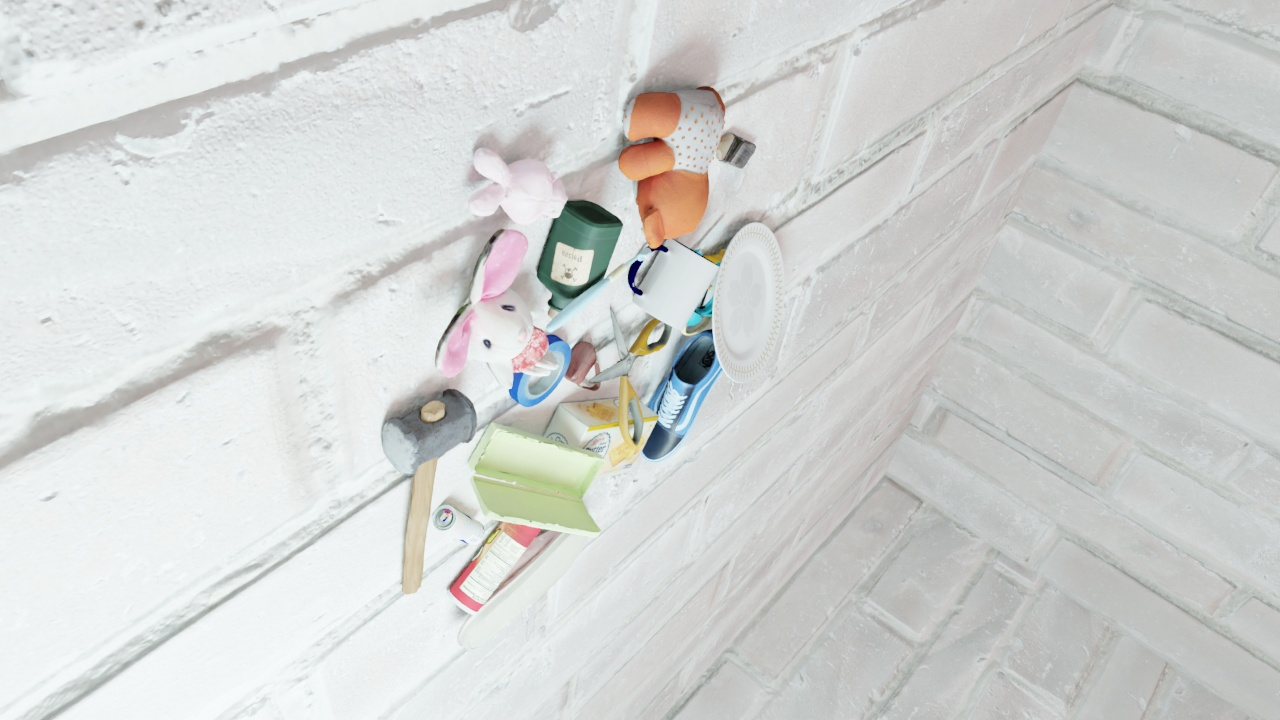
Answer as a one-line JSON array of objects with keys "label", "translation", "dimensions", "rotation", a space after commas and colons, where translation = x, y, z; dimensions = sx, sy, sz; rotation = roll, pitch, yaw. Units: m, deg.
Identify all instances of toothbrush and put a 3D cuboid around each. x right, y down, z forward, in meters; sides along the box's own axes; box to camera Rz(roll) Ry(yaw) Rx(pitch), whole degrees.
[{"label": "toothbrush", "translation": [-0.044, -0.077, 0.995], "dimensions": [0.154, 0.016, 0.022], "rotation": [-40, -172, -25]}]

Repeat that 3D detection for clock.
[{"label": "clock", "translation": [0.092, -0.097, 1.344], "dimensions": [0.098, 0.044, 0.130], "rotation": [-24, 134, -49]}]

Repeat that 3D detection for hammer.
[{"label": "hammer", "translation": [-0.253, 0.168, 1.053], "dimensions": [0.097, 0.052, 0.329], "rotation": [-31, 149, -43]}]

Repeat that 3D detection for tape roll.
[{"label": "tape roll", "translation": [-0.122, 0.013, 1.120], "dimensions": [0.091, 0.016, 0.093], "rotation": [-38, 151, -33]}]

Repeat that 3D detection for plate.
[{"label": "plate", "translation": [0.161, -0.087, 1.388], "dimensions": [0.241, 0.016, 0.243], "rotation": [-19, 113, -55]}]

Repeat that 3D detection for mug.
[{"label": "mug", "translation": [0.034, -0.107, 1.197], "dimensions": [0.111, 0.078, 0.097], "rotation": [24, 101, -37]}]

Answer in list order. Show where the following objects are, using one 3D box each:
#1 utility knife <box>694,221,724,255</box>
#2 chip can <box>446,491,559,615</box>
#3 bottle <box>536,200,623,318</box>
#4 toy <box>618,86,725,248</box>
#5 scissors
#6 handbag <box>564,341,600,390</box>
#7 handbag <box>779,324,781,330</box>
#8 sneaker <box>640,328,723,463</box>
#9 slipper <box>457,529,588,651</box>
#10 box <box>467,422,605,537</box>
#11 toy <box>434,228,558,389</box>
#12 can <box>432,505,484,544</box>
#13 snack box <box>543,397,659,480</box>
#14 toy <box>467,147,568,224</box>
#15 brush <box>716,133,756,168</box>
[{"label": "utility knife", "translation": [0.068, -0.135, 1.279], "dimensions": [0.161, 0.015, 0.022], "rotation": [-47, 155, -13]}, {"label": "chip can", "translation": [-0.181, 0.250, 1.273], "dimensions": [0.214, 0.052, 0.052], "rotation": [-52, 156, -7]}, {"label": "bottle", "translation": [-0.073, -0.104, 1.006], "dimensions": [0.061, 0.061, 0.131], "rotation": [-16, 135, -51]}, {"label": "toy", "translation": [0.037, -0.221, 1.040], "dimensions": [0.163, 0.093, 0.173], "rotation": [-27, 131, -51]}, {"label": "scissors", "translation": [-0.008, 0.008, 1.262], "dimensions": [0.229, 0.016, 0.225], "rotation": [-50, 140, -43]}, {"label": "handbag", "translation": [-0.070, 0.017, 1.216], "dimensions": [0.055, 0.029, 0.120], "rotation": [-57, 162, -10]}, {"label": "handbag", "translation": [0.182, -0.057, 1.529], "dimensions": [0.106, 0.067, 0.122], "rotation": [-47, 155, -14]}, {"label": "sneaker", "translation": [0.052, 0.053, 1.405], "dimensions": [0.241, 0.083, 0.098], "rotation": [-59, 155, 15]}, {"label": "slipper", "translation": [-0.176, 0.323, 1.372], "dimensions": [0.273, 0.054, 0.114], "rotation": [-38, 151, -39]}, {"label": "box", "translation": [-0.130, 0.155, 1.159], "dimensions": [0.188, 0.066, 0.127], "rotation": [19, 62, -43]}, {"label": "toy", "translation": [-0.143, -0.030, 0.950], "dimensions": [0.159, 0.084, 0.194], "rotation": [-63, 157, -15]}, {"label": "can", "translation": [-0.228, 0.209, 1.158], "dimensions": [0.032, 0.032, 0.095], "rotation": [-51, 156, -9]}, {"label": "snack box", "translation": [-0.061, 0.113, 1.310], "dimensions": [0.207, 0.057, 0.104], "rotation": [-2, 123, -61]}, {"label": "toy", "translation": [-0.119, -0.163, 0.870], "dimensions": [0.109, 0.047, 0.063], "rotation": [3, 112, -52]}, {"label": "brush", "translation": [0.111, -0.275, 1.185], "dimensions": [0.151, 0.012, 0.039], "rotation": [-2, 124, -61]}]
